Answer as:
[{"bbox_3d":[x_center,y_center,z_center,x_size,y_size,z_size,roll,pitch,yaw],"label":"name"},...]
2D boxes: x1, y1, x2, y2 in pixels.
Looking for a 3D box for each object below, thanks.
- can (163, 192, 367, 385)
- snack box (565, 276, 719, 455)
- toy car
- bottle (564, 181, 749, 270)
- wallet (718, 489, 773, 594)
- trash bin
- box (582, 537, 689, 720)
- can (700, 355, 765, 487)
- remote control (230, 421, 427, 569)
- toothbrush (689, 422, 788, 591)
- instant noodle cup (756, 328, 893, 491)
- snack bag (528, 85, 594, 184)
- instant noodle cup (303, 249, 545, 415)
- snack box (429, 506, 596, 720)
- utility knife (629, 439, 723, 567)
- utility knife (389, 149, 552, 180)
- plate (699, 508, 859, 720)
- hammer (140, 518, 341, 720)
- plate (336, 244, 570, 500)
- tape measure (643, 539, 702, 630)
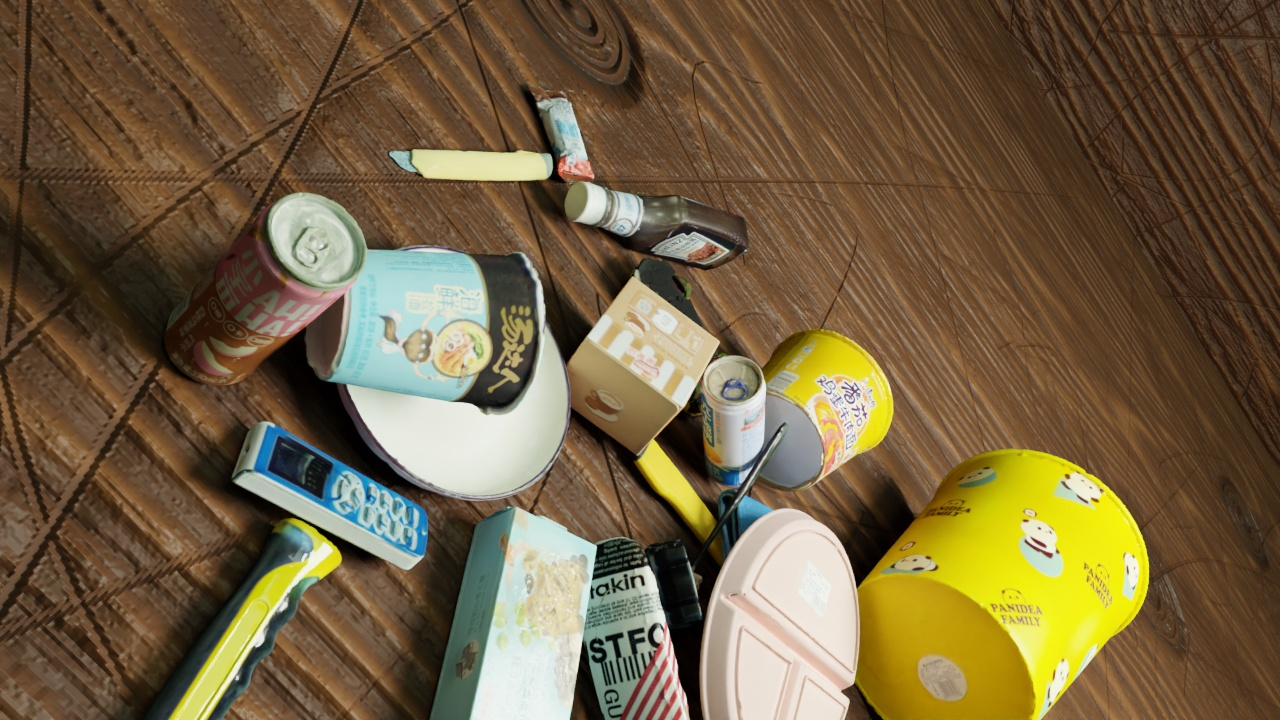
[{"bbox_3d":[-0.214,-0.036,0.516,0.058,0.148,0.057,24,53,-37],"label":"can"},{"bbox_3d":[-0.004,0.004,0.754,0.093,0.077,0.094,37,43,-3],"label":"snack box"},{"bbox_3d":[0.034,-0.022,0.854,0.071,0.041,0.156,-27,91,-50],"label":"toy car"},{"bbox_3d":[0.015,-0.128,0.865,0.194,0.080,0.044,9,68,-42],"label":"bottle"},{"bbox_3d":[0.119,0.182,0.823,0.133,0.040,0.106,31,44,-43],"label":"wallet"},{"bbox_3d":[0.341,0.237,0.903,0.254,0.230,0.229,-23,86,-45],"label":"trash bin"},{"bbox_3d":[-0.003,0.212,0.670,0.088,0.076,0.162,27,43,-70],"label":"box"},{"bbox_3d":[0.080,0.055,0.792,0.135,0.053,0.053,82,14,-53],"label":"can"},{"bbox_3d":[-0.187,0.086,0.564,0.125,0.024,0.049,38,19,-27],"label":"remote control"},{"bbox_3d":[0.081,0.125,0.781,0.180,0.018,0.016,-55,150,-20],"label":"toothbrush"},{"bbox_3d":[0.154,0.053,0.876,0.109,0.138,0.138,-33,94,-42],"label":"instant noodle cup"},{"bbox_3d":[-0.073,-0.212,0.861,0.045,0.026,0.105,-6,72,-39],"label":"snack bag"},{"bbox_3d":[-0.138,-0.021,0.570,0.120,0.111,0.111,4,65,-36],"label":"instant noodle cup"},{"bbox_3d":[-0.083,0.190,0.602,0.074,0.052,0.174,33,47,-31],"label":"snack box"},{"bbox_3d":[0.051,0.143,0.798,0.209,0.015,0.033,53,42,-16],"label":"utility knife"},{"bbox_3d":[-0.135,-0.167,0.776,0.167,0.018,0.031,-8,70,-50],"label":"utility knife"},{"bbox_3d":[0.125,0.238,0.756,0.229,0.028,0.229,4,85,-50],"label":"plate"},{"bbox_3d":[-0.246,0.209,0.435,0.126,0.032,0.322,44,43,-21],"label":"hammer"},{"bbox_3d":[-0.136,0.011,0.657,0.192,0.039,0.192,24,53,-36],"label":"plate"},{"bbox_3d":[0.024,0.173,0.712,0.033,0.066,0.065,-12,79,-6],"label":"tape measure"}]
